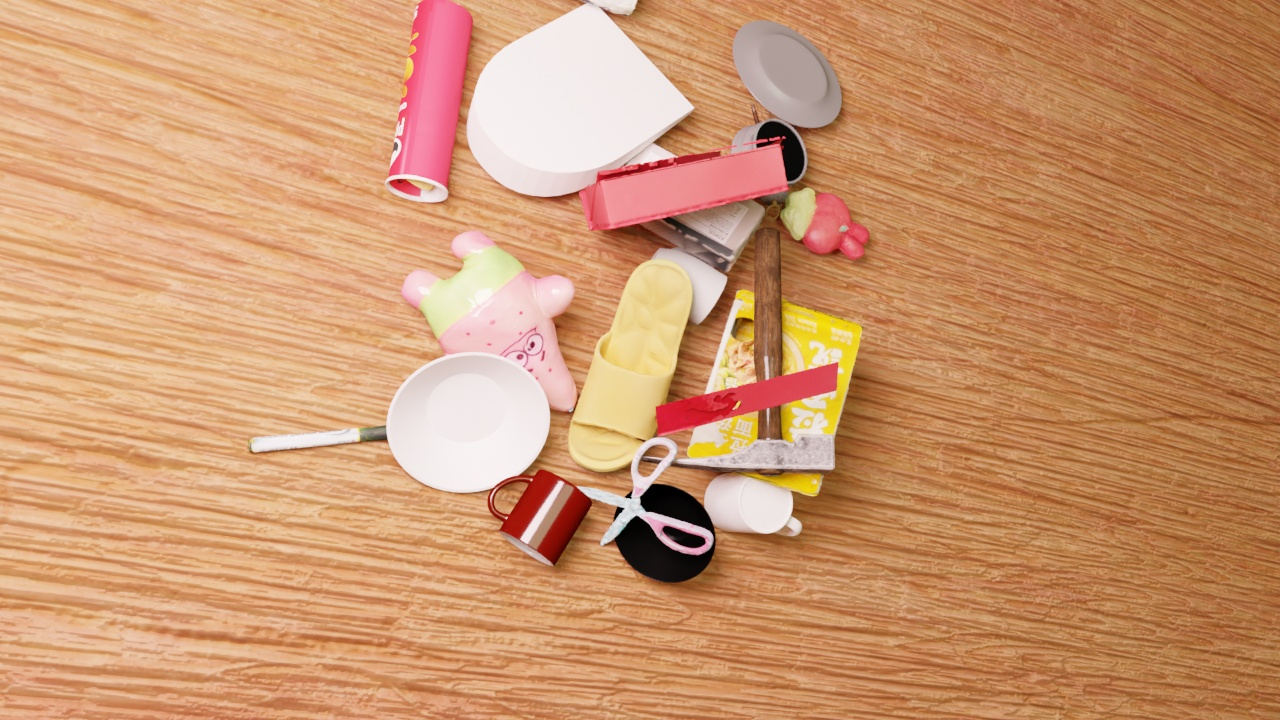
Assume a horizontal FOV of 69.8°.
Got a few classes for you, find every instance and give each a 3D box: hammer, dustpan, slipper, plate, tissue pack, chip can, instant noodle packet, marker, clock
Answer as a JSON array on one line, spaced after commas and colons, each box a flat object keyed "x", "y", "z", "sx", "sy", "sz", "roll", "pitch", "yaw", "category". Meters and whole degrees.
[{"x": 0.112, "y": -0.014, "z": 1.080, "sx": 0.218, "sy": 0.037, "sz": 0.300, "roll": 0, "pitch": 74, "yaw": 4, "category": "hammer"}, {"x": -0.090, "y": -0.307, "z": 1.121, "sx": 0.191, "sy": 0.053, "sz": 0.257, "roll": 47, "pitch": 60, "yaw": 4, "category": "dustpan"}, {"x": -0.006, "y": 0.006, "z": 1.066, "sx": 0.099, "sy": 0.078, "sz": 0.263, "roll": 19, "pitch": 87, "yaw": -2, "category": "slipper"}, {"x": -0.189, "y": 0.062, "z": 1.008, "sx": 0.174, "sy": 0.036, "sz": 0.174, "roll": -6, "pitch": 118, "yaw": -13, "category": "plate"}, {"x": 0.058, "y": -0.191, "z": 1.146, "sx": 0.181, "sy": 0.071, "sz": 0.103, "roll": 29, "pitch": 68, "yaw": 12, "category": "tissue pack"}, {"x": -0.240, "y": -0.298, "z": 1.051, "sx": 0.069, "sy": 0.069, "sz": 0.220, "roll": 10, "pitch": 78, "yaw": -21, "category": "chip can"}, {"x": 0.205, "y": -0.396, "z": 1.254, "sx": 0.178, "sy": 0.012, "sz": 0.178, "roll": 12, "pitch": 61, "yaw": -24, "category": "plate"}, {"x": 0.163, "y": 0.042, "z": 1.111, "sx": 0.163, "sy": 0.084, "sz": 0.221, "roll": 17, "pitch": 66, "yaw": 7, "category": "instant noodle packet"}, {"x": -0.339, "y": 0.083, "z": 0.979, "sx": 0.146, "sy": 0.017, "sz": 0.017, "roll": -5, "pitch": 84, "yaw": -23, "category": "marker"}, {"x": 0.173, "y": -0.257, "z": 1.223, "sx": 0.103, "sy": 0.056, "sz": 0.147, "roll": 8, "pitch": 74, "yaw": -30, "category": "clock"}]

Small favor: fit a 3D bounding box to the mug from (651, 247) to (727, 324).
[{"x": 0.055, "y": -0.109, "z": 1.153, "sx": 0.089, "sy": 0.071, "sz": 0.107, "roll": 31, "pitch": 44, "yaw": -8, "category": "mug"}]

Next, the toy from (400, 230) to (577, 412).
[{"x": -0.152, "y": -0.029, "z": 1.034, "sx": 0.192, "sy": 0.096, "sz": 0.237, "roll": -39, "pitch": 108, "yaw": 3, "category": "toy"}]

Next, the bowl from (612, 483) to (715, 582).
[{"x": 0.034, "y": 0.194, "z": 1.085, "sx": 0.124, "sy": 0.124, "sz": 0.052, "roll": 60, "pitch": 23, "yaw": -4, "category": "bowl"}]

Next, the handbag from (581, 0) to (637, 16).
[{"x": -0.091, "y": -0.515, "z": 1.141, "sx": 0.194, "sy": 0.073, "sz": 0.138, "roll": 13, "pitch": 67, "yaw": -20, "category": "handbag"}]

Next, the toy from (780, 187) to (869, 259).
[{"x": 0.253, "y": -0.185, "z": 1.251, "sx": 0.135, "sy": 0.045, "sz": 0.091, "roll": 22, "pitch": 71, "yaw": -14, "category": "toy"}]

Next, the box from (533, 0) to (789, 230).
[{"x": 0.016, "y": -0.296, "z": 1.086, "sx": 0.213, "sy": 0.148, "sz": 0.374, "roll": -13, "pitch": 65, "yaw": -8, "category": "box"}]

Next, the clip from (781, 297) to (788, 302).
[{"x": 0.193, "y": -0.059, "z": 1.221, "sx": 0.054, "sy": 0.046, "sz": 0.048, "roll": -18, "pitch": 122, "yaw": -23, "category": "clip"}]

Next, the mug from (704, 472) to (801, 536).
[{"x": 0.145, "y": 0.183, "z": 1.124, "sx": 0.110, "sy": 0.091, "sz": 0.073, "roll": 35, "pitch": 70, "yaw": -14, "category": "mug"}]

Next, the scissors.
[{"x": 0.008, "y": 0.156, "z": 1.044, "sx": 0.170, "sy": 0.013, "sz": 0.176, "roll": 18, "pitch": 115, "yaw": 14, "category": "scissors"}]

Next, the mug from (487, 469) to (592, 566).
[{"x": -0.119, "y": 0.167, "z": 1.027, "sx": 0.105, "sy": 0.073, "sz": 0.082, "roll": 37, "pitch": 70, "yaw": -11, "category": "mug"}]
